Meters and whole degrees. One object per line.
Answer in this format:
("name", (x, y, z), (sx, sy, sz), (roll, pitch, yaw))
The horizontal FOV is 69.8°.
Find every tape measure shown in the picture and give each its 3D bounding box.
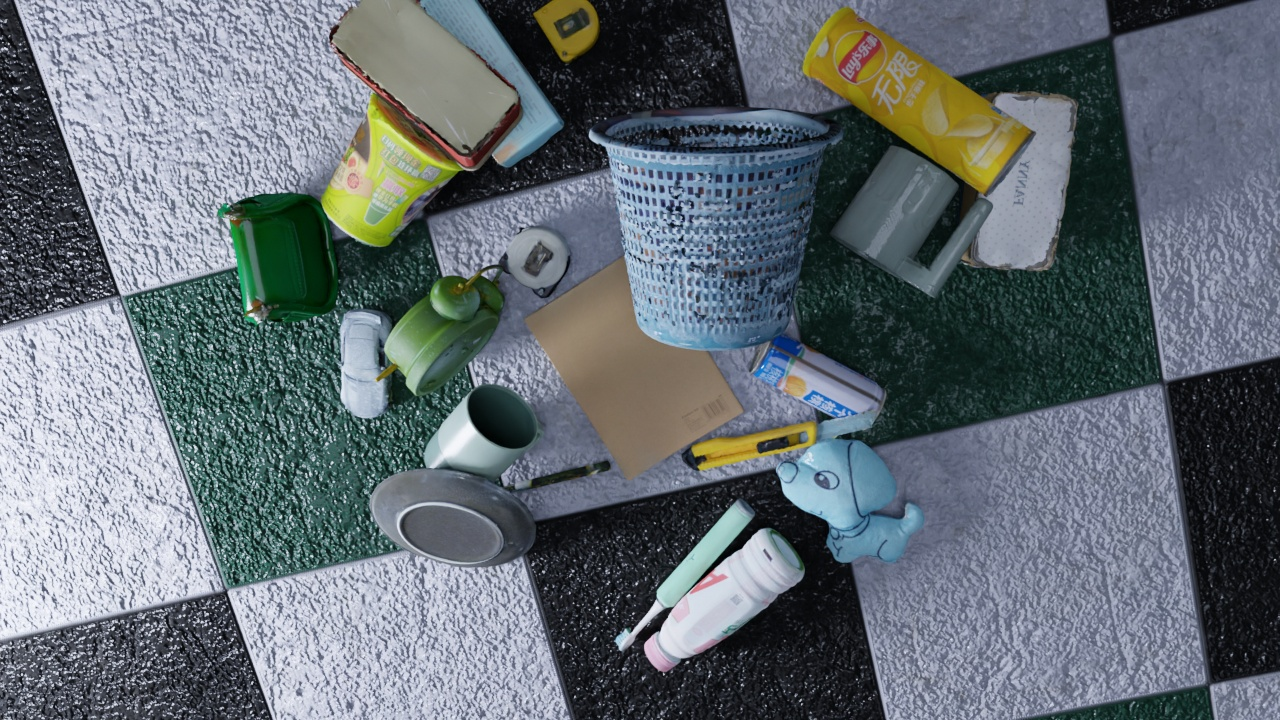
("tape measure", (-0.106, -0.106, 0.951), (0.066, 0.033, 0.066), (33, 102, -5))
("tape measure", (-0.069, -0.331, 0.905), (0.057, 0.029, 0.060), (-31, 98, 8))

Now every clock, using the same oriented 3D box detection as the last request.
("clock", (-0.193, -0.035, 0.931), (0.056, 0.116, 0.161), (44, 103, 5))

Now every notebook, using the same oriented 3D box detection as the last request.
("notebook", (-0.006, 0.006, 0.979), (0.149, 0.012, 0.211), (-31, 98, 8))

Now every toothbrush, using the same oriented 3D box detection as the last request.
("toothbrush", (-0.123, 0.137, 1.010), (0.186, 0.017, 0.012), (-14, 93, 6))
("toothbrush", (0.047, 0.242, 1.017), (0.026, 0.027, 0.225), (28, 106, -44))

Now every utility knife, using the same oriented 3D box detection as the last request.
("utility knife", (0.141, 0.083, 0.957), (0.215, 0.015, 0.033), (-16, 110, 22))

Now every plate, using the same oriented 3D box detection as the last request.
("plate", (-0.200, 0.177, 0.972), (0.179, 0.024, 0.180), (4, 134, 4))

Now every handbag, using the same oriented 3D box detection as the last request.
("handbag", (-0.365, -0.102, 0.925), (0.068, 0.120, 0.131), (-4, 103, 10))

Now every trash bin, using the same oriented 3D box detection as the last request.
("trash bin", (0.068, -0.123, 0.861), (0.226, 0.226, 0.195), (1, 114, 3))

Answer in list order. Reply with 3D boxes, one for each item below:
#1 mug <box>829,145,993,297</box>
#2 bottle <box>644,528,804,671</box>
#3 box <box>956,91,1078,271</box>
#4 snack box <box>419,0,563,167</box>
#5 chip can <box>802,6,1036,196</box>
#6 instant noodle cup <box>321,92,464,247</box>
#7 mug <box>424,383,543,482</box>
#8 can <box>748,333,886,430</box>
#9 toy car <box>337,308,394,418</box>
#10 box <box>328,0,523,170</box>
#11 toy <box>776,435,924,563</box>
("mug", (0.262, -0.134, 0.887), (0.124, 0.083, 0.103), (37, 101, 29))
("bottle", (0.086, 0.266, 1.000), (0.197, 0.068, 0.068), (-43, 96, 14))
("box", (0.364, -0.180, 0.895), (0.090, 0.061, 0.184), (6, 100, 2))
("snack box", (-0.156, -0.284, 0.908), (0.074, 0.051, 0.175), (-35, 97, 8))
("chip can", (0.255, -0.241, 0.851), (0.213, 0.072, 0.072), (39, 101, 14))
("instant noodle cup", (-0.251, -0.182, 0.912), (0.111, 0.111, 0.124), (40, 108, -5))
("mug", (-0.159, 0.087, 0.966), (0.107, 0.111, 0.082), (-46, 57, 35))
("can", (0.183, 0.020, 0.949), (0.134, 0.053, 0.053), (27, 102, -2))
("toy car", (-0.295, 0.003, 0.985), (0.054, 0.036, 0.121), (5, 105, 2))
("box", (-0.193, -0.263, 0.840), (0.168, 0.077, 0.091), (40, 86, -5))
("toy", (0.223, 0.145, 0.975), (0.161, 0.049, 0.156), (1, 106, 1))
